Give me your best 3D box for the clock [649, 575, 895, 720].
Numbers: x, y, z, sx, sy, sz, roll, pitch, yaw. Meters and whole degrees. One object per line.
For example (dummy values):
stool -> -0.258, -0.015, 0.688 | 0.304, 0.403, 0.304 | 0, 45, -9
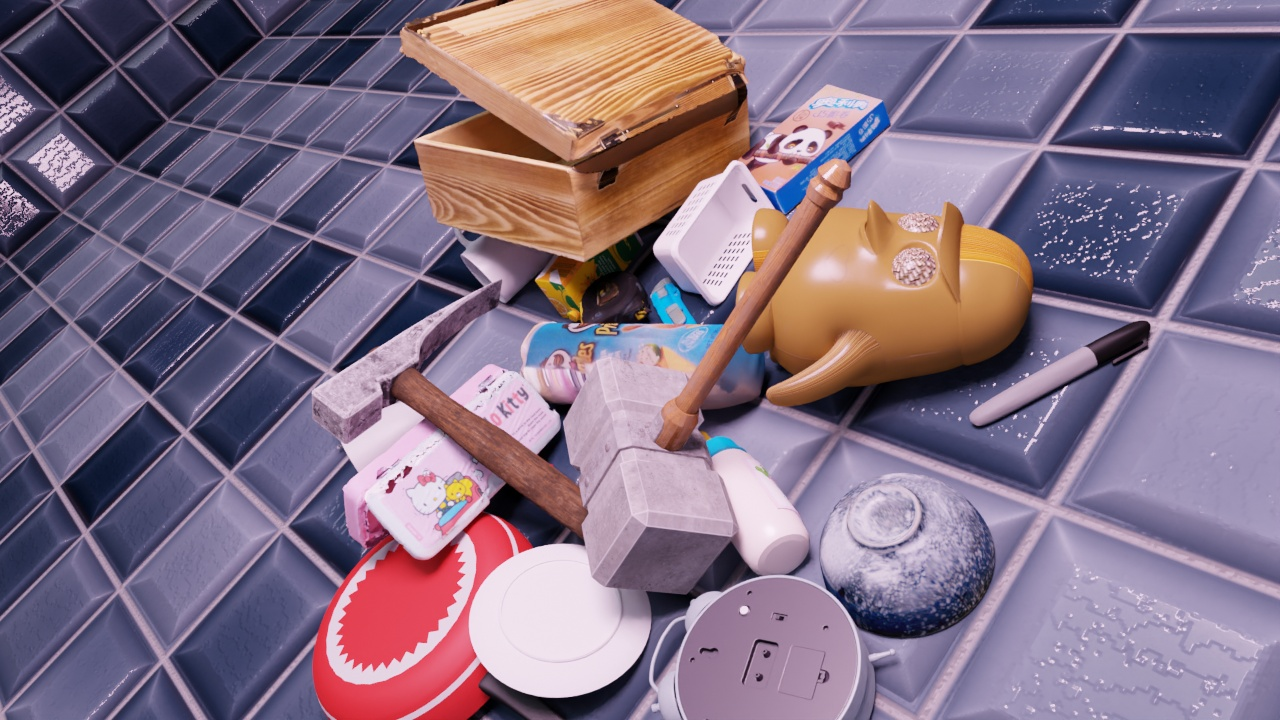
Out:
clock -> 0.076, 0.202, 0.593 | 0.160, 0.045, 0.122 | 0, 51, 36

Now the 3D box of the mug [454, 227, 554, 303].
mug -> -0.158, -0.136, 1.042 | 0.090, 0.110, 0.074 | -44, 10, -11

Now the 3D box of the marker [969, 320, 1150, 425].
marker -> 0.298, 0.011, 0.649 | 0.139, 0.016, 0.022 | -31, 63, 7

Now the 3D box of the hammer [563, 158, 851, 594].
hammer -> 0.051, -0.001, 0.616 | 0.319, 0.082, 0.162 | -60, 30, 35

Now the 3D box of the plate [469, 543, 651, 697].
plate -> -0.059, 0.185, 0.679 | 0.134, 0.011, 0.134 | 1, 39, -1

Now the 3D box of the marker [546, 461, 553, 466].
marker -> -0.142, 0.096, 0.866 | 0.145, 0.021, 0.023 | 6, 32, 39

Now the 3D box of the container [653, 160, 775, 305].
container -> 0.069, -0.123, 0.896 | 0.050, 0.081, 0.129 | 4, 52, 51

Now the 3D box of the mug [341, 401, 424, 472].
mug -> -0.251, 0.067, 0.926 | 0.089, 0.071, 0.107 | -32, 57, -10

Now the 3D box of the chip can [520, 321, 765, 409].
chip can -> -0.005, 0.005, 0.816 | 0.230, 0.080, 0.079 | 2, 52, 39

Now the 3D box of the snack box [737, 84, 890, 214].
snack box -> 0.172, -0.221, 0.950 | 0.151, 0.034, 0.087 | -41, 40, -7

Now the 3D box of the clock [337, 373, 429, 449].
clock -> -0.280, 0.050, 0.999 | 0.123, 0.035, 0.094 | -17, 43, 20

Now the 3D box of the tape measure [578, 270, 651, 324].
tape measure -> -0.027, -0.055, 0.921 | 0.071, 0.042, 0.072 | -33, 37, 8

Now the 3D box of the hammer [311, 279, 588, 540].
hammer -> -0.088, 0.059, 0.766 | 0.300, 0.037, 0.217 | 34, 46, 16

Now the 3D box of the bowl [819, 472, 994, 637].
bowl -> 0.166, 0.116, 0.602 | 0.114, 0.061, 0.114 | -20, 41, 19

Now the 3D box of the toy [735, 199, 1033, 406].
toy -> 0.186, -0.053, 0.691 | 0.204, 0.163, 0.198 | 1, 53, 22

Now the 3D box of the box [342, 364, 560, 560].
box -> -0.152, 0.089, 0.794 | 0.095, 0.088, 0.201 | 24, 43, 20

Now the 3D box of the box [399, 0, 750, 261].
box -> -0.050, -0.260, 0.930 | 0.257, 0.216, 0.278 | 21, 40, 36

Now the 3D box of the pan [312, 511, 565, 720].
pan -> -0.131, 0.228, 0.705 | 0.357, 0.067, 0.208 | 16, 59, 47

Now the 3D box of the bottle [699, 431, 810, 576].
bottle -> 0.074, 0.098, 0.691 | 0.051, 0.051, 0.146 | -35, 40, 0

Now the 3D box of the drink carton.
drink carton -> -0.054, -0.103, 0.972 | 0.041, 0.058, 0.122 | 11, 58, 41

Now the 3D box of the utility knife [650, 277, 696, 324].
utility knife -> 0.043, -0.030, 0.869 | 0.031, 0.015, 0.173 | -37, 41, 6
